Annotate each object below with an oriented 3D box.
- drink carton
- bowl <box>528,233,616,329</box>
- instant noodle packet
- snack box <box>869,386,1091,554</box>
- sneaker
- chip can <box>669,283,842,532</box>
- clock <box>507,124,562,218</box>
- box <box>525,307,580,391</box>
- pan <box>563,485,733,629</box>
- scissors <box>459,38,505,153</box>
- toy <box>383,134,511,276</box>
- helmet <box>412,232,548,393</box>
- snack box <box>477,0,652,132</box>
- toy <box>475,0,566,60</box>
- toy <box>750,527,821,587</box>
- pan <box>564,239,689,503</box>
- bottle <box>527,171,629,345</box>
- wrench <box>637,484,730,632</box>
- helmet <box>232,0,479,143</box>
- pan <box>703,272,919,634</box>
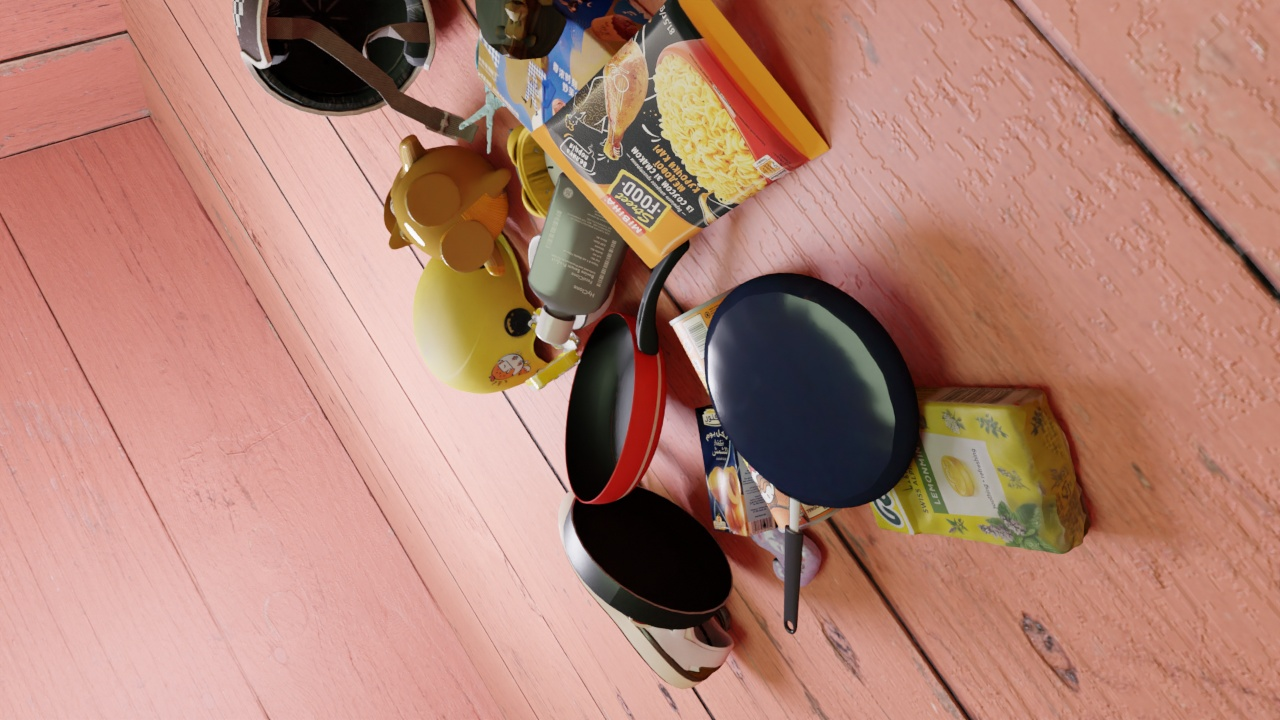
[{"bbox_3d":[0.094,0.105,0.913,0.064,0.040,0.130,-8,92,60],"label":"drink carton"},{"bbox_3d":[-0.068,-0.097,1.014,0.113,0.063,0.114,41,146,35],"label":"bowl"},{"bbox_3d":[0.022,-0.177,0.742,0.160,0.032,0.221,47,139,-12],"label":"instant noodle packet"},{"bbox_3d":[0.233,0.079,0.685,0.181,0.045,0.121,-2,113,60],"label":"snack box"},{"bbox_3d":[0.012,0.272,1.154,0.117,0.111,0.294,-39,82,37],"label":"sneaker"},{"bbox_3d":[0.109,0.043,0.829,0.215,0.075,0.075,62,152,0],"label":"chip can"},{"bbox_3d":[-0.090,-0.201,0.975,0.152,0.051,0.114,15,127,49],"label":"clock"},{"bbox_3d":[-0.119,-0.003,1.103,0.079,0.080,0.209,37,174,-6],"label":"box"},{"bbox_3d":[-0.019,0.174,1.087,0.044,0.204,0.355,-60,35,23],"label":"pan"},{"bbox_3d":[-0.148,-0.293,0.988,0.136,0.015,0.135,2,95,37],"label":"scissors"},{"bbox_3d":[-0.254,-0.198,1.153,0.199,0.162,0.203,56,170,-30],"label":"toy"},{"bbox_3d":[-0.240,-0.057,1.259,0.209,0.139,0.240,32,140,44],"label":"helmet"},{"bbox_3d":[-0.067,-0.276,0.844,0.202,0.069,0.155,49,148,23],"label":"snack box"},{"bbox_3d":[-0.094,-0.298,0.745,0.062,0.076,0.100,-78,3,-65],"label":"toy"},{"bbox_3d":[0.142,0.188,0.946,0.100,0.036,0.080,42,145,31],"label":"toy"},{"bbox_3d":[-0.006,0.006,0.951,0.357,0.067,0.208,121,150,-43],"label":"pan"},{"bbox_3d":[-0.064,-0.097,0.920,0.084,0.046,0.174,24,116,3],"label":"bottle"},{"bbox_3d":[0.035,0.234,1.197,0.273,0.010,0.070,57,152,9],"label":"wrench"},{"bbox_3d":[-0.338,-0.385,1.052,0.253,0.233,0.234,38,131,55],"label":"helmet"},{"bbox_3d":[0.129,0.097,0.762,0.199,0.021,0.357,23,128,39],"label":"pan"}]
